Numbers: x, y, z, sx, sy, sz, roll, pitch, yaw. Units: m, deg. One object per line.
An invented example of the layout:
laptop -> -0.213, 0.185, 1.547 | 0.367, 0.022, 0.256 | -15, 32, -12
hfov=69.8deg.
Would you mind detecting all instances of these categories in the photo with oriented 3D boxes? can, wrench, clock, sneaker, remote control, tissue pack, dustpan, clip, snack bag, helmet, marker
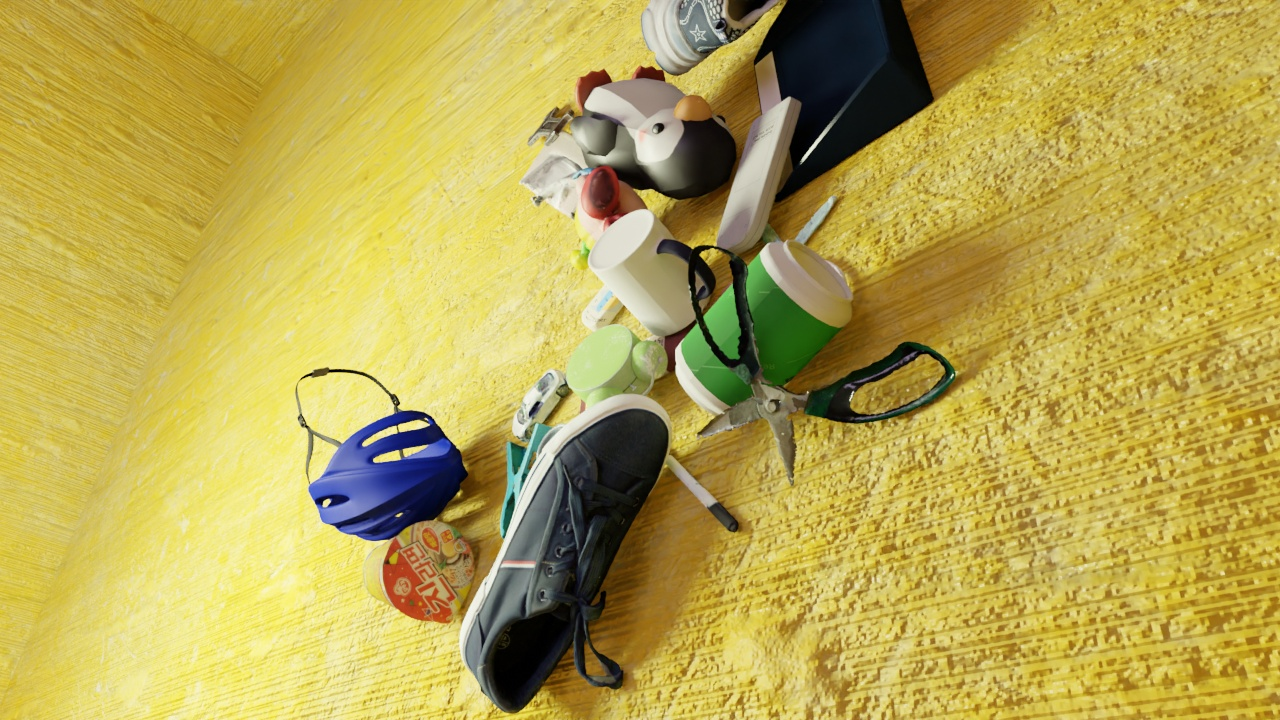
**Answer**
can -> 0.098, -0.023, 0.739 | 0.140, 0.087, 0.087 | -49, 35, 26
wrench -> -0.120, -0.311, 1.221 | 0.070, 0.010, 0.273 | -51, 18, 4
clock -> -0.026, 0.011, 0.878 | 0.094, 0.042, 0.119 | -49, 38, -5
sneaker -> -0.050, 0.170, 0.772 | 0.294, 0.120, 0.127 | -60, 23, 3
sneaker -> 0.125, -0.408, 0.960 | 0.268, 0.103, 0.132 | -49, 30, -19
remote control -> 0.113, -0.174, 0.882 | 0.074, 0.019, 0.151 | -12, 59, 68
tissue pack -> -0.093, -0.232, 1.160 | 0.104, 0.071, 0.181 | -53, 39, 5
dustpan -> 0.199, -0.318, 0.857 | 0.274, 0.080, 0.235 | -31, 43, 33
clip -> -0.117, 0.127, 0.942 | 0.097, 0.026, 0.116 | -37, 41, 53
snack bag -> -0.006, 0.005, 0.919 | 0.158, 0.013, 0.056 | -27, 44, 36
helmet -> -0.306, 0.093, 1.050 | 0.242, 0.147, 0.227 | -30, 80, 40
marker -> 0.043, 0.105, 0.788 | 0.011, 0.011, 0.152 | -55, 35, 4
remote control -> -0.018, -0.085, 0.999 | 0.125, 0.018, 0.038 | -53, 35, 5

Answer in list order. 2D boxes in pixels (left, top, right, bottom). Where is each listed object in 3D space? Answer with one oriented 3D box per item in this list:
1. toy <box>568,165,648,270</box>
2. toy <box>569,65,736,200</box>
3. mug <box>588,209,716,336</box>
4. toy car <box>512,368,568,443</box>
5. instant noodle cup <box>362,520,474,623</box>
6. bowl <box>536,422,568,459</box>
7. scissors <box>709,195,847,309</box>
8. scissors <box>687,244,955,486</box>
toy -> -0.045, -0.149, 0.985 | 0.097, 0.124, 0.131 | -42, 2, -3
toy -> 0.024, -0.222, 0.976 | 0.184, 0.158, 0.140 | 38, 134, 45
mug -> 0.021, -0.084, 0.869 | 0.112, 0.097, 0.078 | 0, 52, 49
toy car -> -0.113, 0.048, 1.004 | 0.090, 0.027, 0.039 | -54, 37, 6
instant noodle cup -> -0.248, 0.224, 0.984 | 0.113, 0.100, 0.100 | -17, 52, 53
bowl -> -0.062, 0.096, 0.882 | 0.137, 0.057, 0.136 | -30, 43, 33
scissors -> 0.127, -0.075, 0.822 | 0.170, 0.013, 0.177 | -48, 34, 8
scissors -> 0.111, -0.008, 0.681 | 0.202, 0.205, 0.015 | -24, 8, 25
